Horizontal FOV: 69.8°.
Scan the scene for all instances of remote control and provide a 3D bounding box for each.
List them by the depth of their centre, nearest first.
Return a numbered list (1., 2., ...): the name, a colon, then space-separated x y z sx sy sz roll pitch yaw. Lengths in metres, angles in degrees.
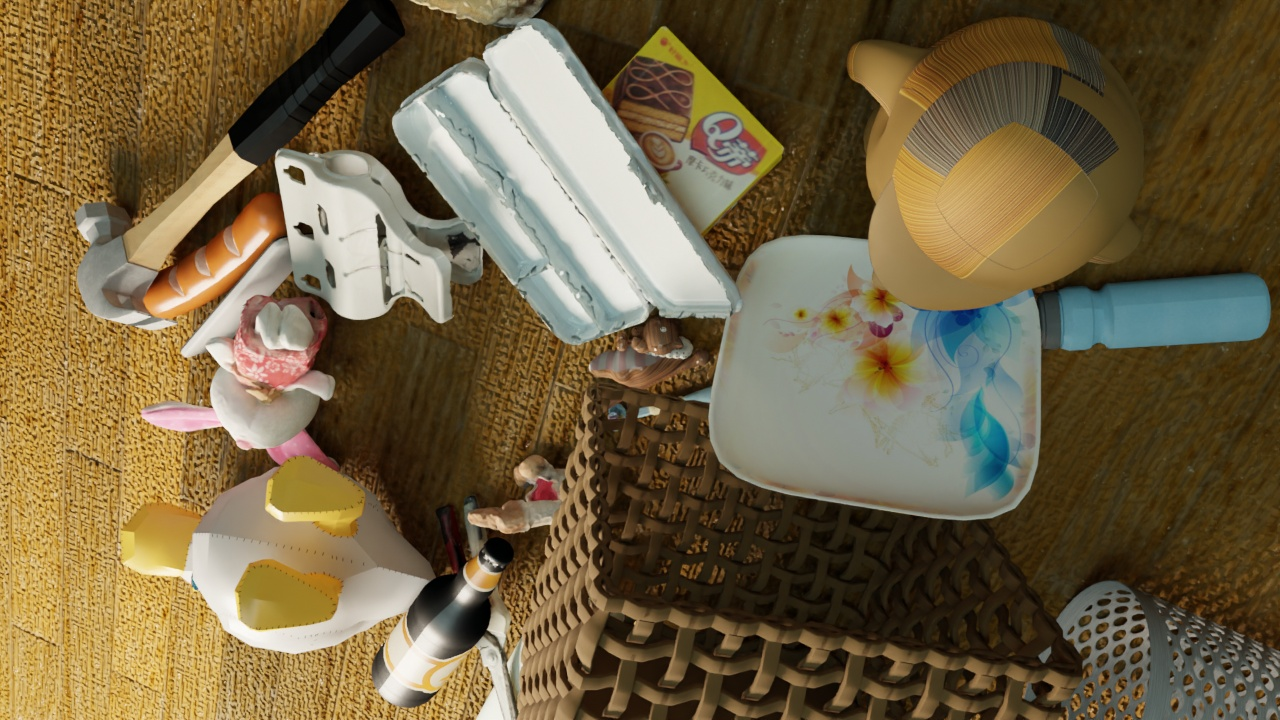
1. remote control: -0.307 -0.050 0.718 0.147 0.045 0.008 -39 87 25

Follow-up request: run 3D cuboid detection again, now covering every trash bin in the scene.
1. trash bin: 0.365 0.248 0.580 0.183 0.156 0.157 21 114 5

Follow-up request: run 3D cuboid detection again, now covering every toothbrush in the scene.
1. toothbrush: 0.046 0.025 0.661 0.155 0.016 0.022 -15 67 21

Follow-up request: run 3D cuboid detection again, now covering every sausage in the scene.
1. sausage: -0.328 -0.078 0.716 0.165 0.039 0.044 -27 134 23

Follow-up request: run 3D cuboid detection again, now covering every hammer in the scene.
1. hammer: -0.296 -0.144 0.663 0.329 0.039 0.131 -36 63 18

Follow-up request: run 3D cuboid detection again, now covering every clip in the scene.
1. clip: -0.186 -0.082 0.652 0.144 0.074 0.125 15 137 6

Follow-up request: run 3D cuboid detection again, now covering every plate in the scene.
1. plate: 0.142 0.006 0.556 0.187 0.186 0.016 8 150 12

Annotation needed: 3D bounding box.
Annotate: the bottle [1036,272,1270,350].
1. bottle: 0.300 -0.028 0.555 0.130 0.040 0.040 -4 109 17

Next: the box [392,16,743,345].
1. box: -0.046 -0.101 0.574 0.193 0.061 0.210 -14 123 47

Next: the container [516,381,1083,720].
1. container: 0.066 0.177 0.565 0.251 0.219 0.214 12 114 -10

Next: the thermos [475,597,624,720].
1. thermos: -0.089 0.278 0.768 0.068 0.067 0.231 29 114 4

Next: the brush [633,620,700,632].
1. brush: 0.037 0.303 0.638 0.195 0.249 0.075 22 114 14

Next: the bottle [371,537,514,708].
1. bottle: -0.147 0.198 0.707 0.059 0.059 0.182 37 121 0

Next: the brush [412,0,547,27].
1. brush: -0.182 -0.291 0.586 0.271 0.056 0.083 24 113 6

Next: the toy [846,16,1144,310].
1. toy: 0.181 -0.095 0.474 0.198 0.202 0.163 36 115 1

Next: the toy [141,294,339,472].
1. toy: -0.291 0.021 0.716 0.159 0.084 0.195 25 132 -17

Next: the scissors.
1. scissors: -0.131 0.208 0.745 0.146 0.015 0.188 18 100 30

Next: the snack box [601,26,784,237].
1. snack box: 0.024 -0.136 0.572 0.106 0.061 0.084 45 99 -3

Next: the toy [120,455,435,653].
1. toy: -0.282 0.158 0.735 0.246 0.140 0.268 19 158 -23

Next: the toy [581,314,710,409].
1. toy: -0.004 0.004 0.655 0.102 0.041 0.055 -25 124 15

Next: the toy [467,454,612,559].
1. toy: -0.069 0.122 0.709 0.106 0.074 0.085 32 149 -19
